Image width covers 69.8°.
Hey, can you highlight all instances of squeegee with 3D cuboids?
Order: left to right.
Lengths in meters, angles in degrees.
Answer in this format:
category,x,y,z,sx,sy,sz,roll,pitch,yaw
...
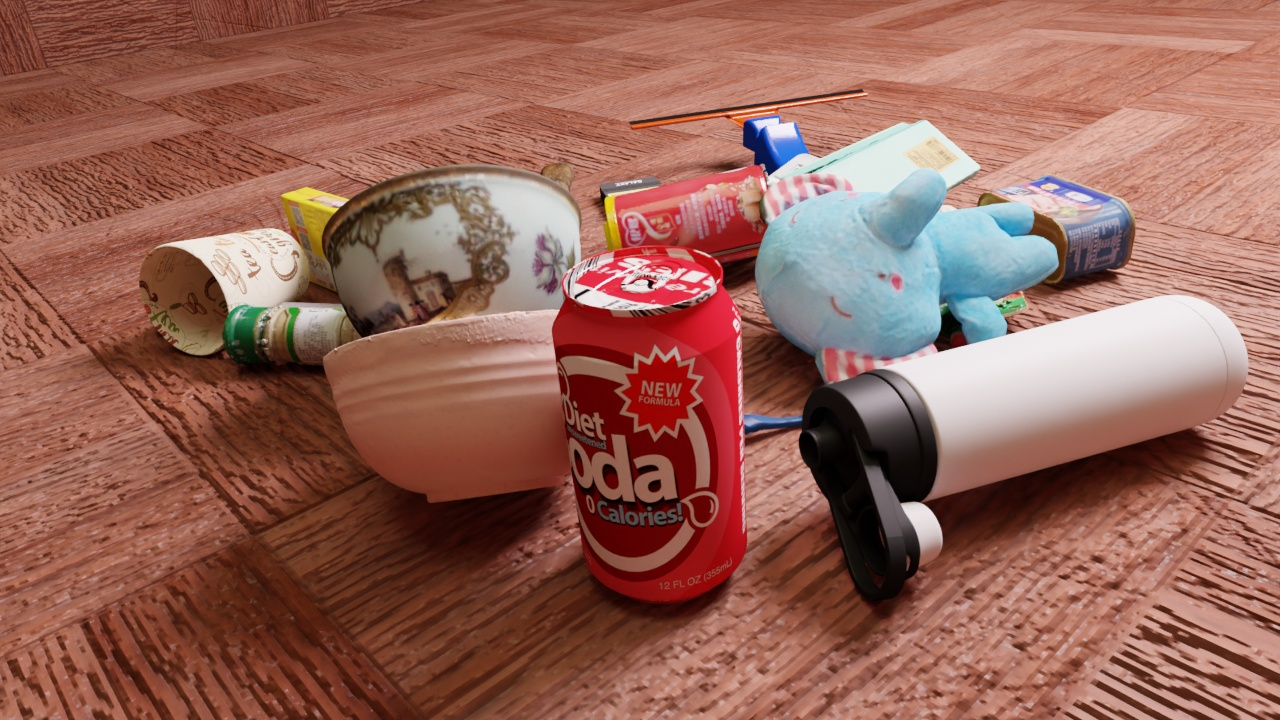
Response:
category,x,y,z,sx,sy,sz,roll,pitch,yaw
squeegee,0.133,-0.196,0.871,0.249,0.055,0.184,-11,37,-9

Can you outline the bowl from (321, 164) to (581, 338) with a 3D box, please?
category,x,y,z,sx,sy,sz,roll,pitch,yaw
bowl,-0.106,-0.036,0.556,0.160,0.160,0.093,-9,71,-8

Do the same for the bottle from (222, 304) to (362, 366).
category,x,y,z,sx,sy,sz,roll,pitch,yaw
bottle,-0.223,-0.016,0.620,0.110,0.043,0.042,2,29,11

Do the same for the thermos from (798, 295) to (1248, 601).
category,x,y,z,sx,sy,sz,roll,pitch,yaw
thermos,0.187,0.034,0.432,0.229,0.069,0.101,-12,61,-19

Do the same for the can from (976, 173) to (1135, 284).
category,x,y,z,sx,sy,sz,roll,pitch,yaw
can,0.295,-0.095,0.664,0.059,0.054,0.099,-15,29,-13

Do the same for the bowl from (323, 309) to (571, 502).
category,x,y,z,sx,sy,sz,roll,pitch,yaw
bowl,-0.074,0.028,0.449,0.153,0.076,0.153,-9,-7,-1

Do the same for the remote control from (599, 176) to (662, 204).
category,x,y,z,sx,sy,sz,roll,pitch,yaw
remote control,0.002,-0.141,0.839,0.058,0.013,0.133,-11,29,-10

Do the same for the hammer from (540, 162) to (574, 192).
category,x,y,z,sx,sy,sz,roll,pitch,yaw
hammer,-0.086,-0.115,0.792,0.120,0.033,0.329,-6,28,0

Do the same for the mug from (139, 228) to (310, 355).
category,x,y,z,sx,sy,sz,roll,pitch,yaw
mug,-0.317,-0.051,0.689,0.122,0.081,0.097,-22,12,28

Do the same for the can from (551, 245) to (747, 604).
category,x,y,z,sx,sy,sz,roll,pitch,yaw
can,0.006,0.030,0.386,0.074,0.143,0.074,-4,28,2

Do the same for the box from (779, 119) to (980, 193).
category,x,y,z,sx,sy,sz,roll,pitch,yaw
box,0.197,-0.133,0.734,0.091,0.077,0.187,29,41,34

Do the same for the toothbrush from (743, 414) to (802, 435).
category,x,y,z,sx,sy,sz,roll,pitch,yaw
toothbrush,0.051,0.037,0.498,0.132,0.016,0.021,-12,30,-14

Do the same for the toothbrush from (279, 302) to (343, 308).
category,x,y,z,sx,sy,sz,roll,pitch,yaw
toothbrush,-0.175,-0.030,0.660,0.188,0.018,0.019,3,31,15

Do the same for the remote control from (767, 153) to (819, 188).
category,x,y,z,sx,sy,sz,roll,pitch,yaw
remote control,0.112,-0.128,0.760,0.133,0.022,0.050,-38,52,-26

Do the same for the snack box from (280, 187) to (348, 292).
category,x,y,z,sx,sy,sz,roll,pitch,yaw
snack box,-0.221,-0.084,0.709,0.152,0.075,0.025,20,39,38

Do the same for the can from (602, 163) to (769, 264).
category,x,y,z,sx,sy,sz,roll,pitch,yaw
can,0.037,-0.102,0.689,0.124,0.067,0.066,-11,28,5

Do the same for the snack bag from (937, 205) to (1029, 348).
category,x,y,z,sx,sy,sz,roll,pitch,yaw
snack bag,0.211,-0.055,0.624,0.087,0.044,0.154,-4,32,14

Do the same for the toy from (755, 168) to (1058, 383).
category,x,y,z,sx,sy,sz,roll,pitch,yaw
toy,0.158,-0.062,0.552,0.181,0.115,0.183,-15,53,3
